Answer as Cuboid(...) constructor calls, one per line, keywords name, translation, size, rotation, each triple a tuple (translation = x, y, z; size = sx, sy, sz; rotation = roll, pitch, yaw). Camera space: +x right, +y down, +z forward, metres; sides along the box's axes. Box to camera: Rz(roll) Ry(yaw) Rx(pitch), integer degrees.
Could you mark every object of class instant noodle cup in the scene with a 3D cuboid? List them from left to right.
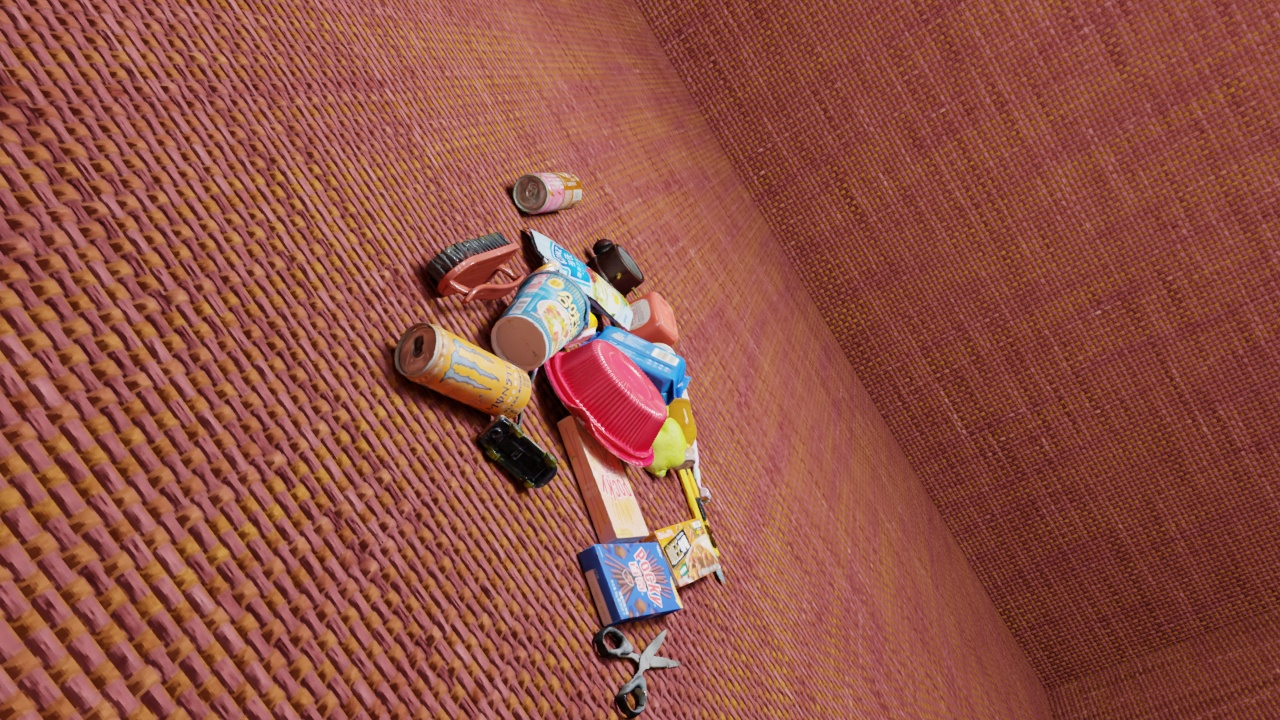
Cuboid(name="instant noodle cup", translation=(-0.122, -0.042, 1.076), size=(0.099, 0.099, 0.109), rotation=(56, 29, -13))
Cuboid(name="instant noodle cup", translation=(-0.032, 0.042, 1.147), size=(0.194, 0.066, 0.193), rotation=(44, 14, -15))

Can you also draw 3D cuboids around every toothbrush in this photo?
Cuboid(name="toothbrush", translation=(-0.134, 0.039, 1.045), size=(0.018, 0.014, 0.188), rotation=(40, 25, -17))
Cuboid(name="toothbrush", translation=(0.085, 0.142, 1.417), size=(0.021, 0.029, 0.188), rotation=(10, 40, -15))

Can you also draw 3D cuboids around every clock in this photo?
Cuboid(name="clock", translation=(-0.040, -0.147, 1.448), size=(0.082, 0.055, 0.121), rotation=(40, 21, -42))

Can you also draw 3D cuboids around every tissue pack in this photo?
Cuboid(name="tissue pack", translation=(-0.008, 0.007, 1.273), size=(0.157, 0.052, 0.094), rotation=(25, 24, 5))

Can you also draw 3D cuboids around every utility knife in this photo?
Cuboid(name="utility knife", translation=(0.089, 0.228, 1.315), size=(0.033, 0.015, 0.192), rotation=(21, 44, -56))

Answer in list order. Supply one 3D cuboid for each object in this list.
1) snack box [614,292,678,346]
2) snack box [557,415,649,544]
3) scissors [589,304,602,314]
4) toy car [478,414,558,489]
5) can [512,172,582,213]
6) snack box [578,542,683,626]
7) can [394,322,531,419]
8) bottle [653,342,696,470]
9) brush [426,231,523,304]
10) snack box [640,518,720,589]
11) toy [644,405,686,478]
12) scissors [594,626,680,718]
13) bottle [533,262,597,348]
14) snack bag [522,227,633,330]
Cuboid(name="snack box", translation=(0.009, -0.053, 1.409), size=(0.082, 0.080, 0.091), rotation=(40, 29, -42))
Cuboid(name="snack box", translation=(-0.045, 0.143, 1.097), size=(0.084, 0.026, 0.157), rotation=(16, 48, -63))
Cuboid(name="scissors", translation=(-0.088, -0.085, 1.323), size=(0.077, 0.017, 0.137), rotation=(51, 16, 0))
Cuboid(name="toy car", translation=(-0.124, 0.095, 0.948), size=(0.090, 0.042, 0.035), rotation=(45, 6, -22))
Cuboid(name="can", translation=(-0.135, -0.250, 1.361), size=(0.058, 0.058, 0.147), rotation=(60, 20, -2))
Cuboid(name="snack box", translation=(-0.008, 0.251, 1.039), size=(0.157, 0.026, 0.084), rotation=(19, 45, -61))
Cuboid(name="can", translation=(-0.174, 0.013, 0.918), size=(0.146, 0.058, 0.058), rotation=(32, 34, -52))
Cuboid(name="bottle", translation=(0.038, 0.067, 1.334), size=(0.068, 0.068, 0.189), rotation=(29, 39, -54))
Cuboid(name="brush", translation=(-0.183, -0.099, 1.039), size=(0.069, 0.063, 0.145), rotation=(47, 22, 2))
Cuboid(name="snack box", translation=(0.054, 0.250, 1.188), size=(0.153, 0.026, 0.075), rotation=(7, 56, -65))
Cuboid(name="toy", translation=(0.025, 0.105, 1.258), size=(0.100, 0.096, 0.031), rotation=(32, -15, -10))
Cuboid(name="scissors", translation=(0.000, 0.325, 0.987), size=(0.159, 0.014, 0.170), rotation=(53, 20, -27))
Cuboid(name="bottle", translation=(-0.103, -0.072, 1.193), size=(0.108, 0.063, 0.063), rotation=(62, 20, 4))
Cuboid(name="snack bag", translation=(-0.087, -0.116, 1.305), size=(0.191, 0.039, 0.110), rotation=(36, 26, -42))
